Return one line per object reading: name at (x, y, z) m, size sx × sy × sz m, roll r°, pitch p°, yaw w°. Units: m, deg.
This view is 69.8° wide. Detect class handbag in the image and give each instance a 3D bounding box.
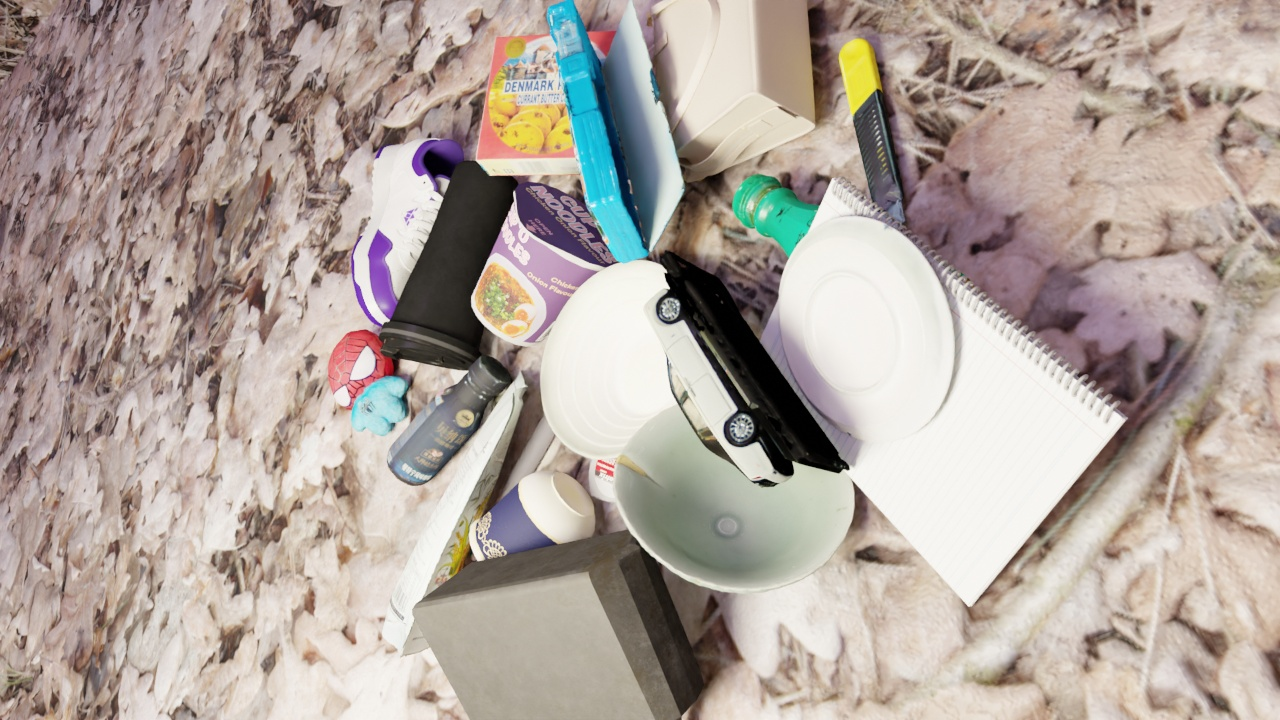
handbag at (0.054, -0.255, 0.827) m, size 0.198 × 0.101 × 0.194 m, roll -21°, pitch 62°, yaw 47°
handbag at (-0.042, 0.241, 0.712) m, size 0.198 × 0.102 × 0.199 m, roll -17°, pitch 97°, yaw 32°

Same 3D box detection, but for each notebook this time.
notebook at (0.175, 0.016, 0.614) m, size 0.245 × 0.013 × 0.178 m, roll 51°, pitch 138°, yaw 34°

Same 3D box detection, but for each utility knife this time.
utility knife at (0.185, -0.177, 0.729) m, size 0.029 × 0.020 × 0.187 m, roll -21°, pitch 62°, yaw 35°

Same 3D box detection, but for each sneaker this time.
sneaker at (-0.246, -0.151, 1.032) m, size 0.111 × 0.092 × 0.243 m, roll -12°, pitch 62°, yaw 23°

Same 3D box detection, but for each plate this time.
plate at (0.144, -0.019, 0.623) m, size 0.157 × 0.014 × 0.157 m, roll 27°, pitch 123°, yaw 51°

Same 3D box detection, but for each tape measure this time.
tape measure at (-0.015, 0.096, 0.804) m, size 0.060 × 0.020 × 0.062 m, roll 16°, pitch 87°, yaw 42°

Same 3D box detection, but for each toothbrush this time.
toothbrush at (-0.118, 0.114, 0.885) m, size 0.019 × 0.018 × 0.188 m, roll 37°, pitch 100°, yaw 43°

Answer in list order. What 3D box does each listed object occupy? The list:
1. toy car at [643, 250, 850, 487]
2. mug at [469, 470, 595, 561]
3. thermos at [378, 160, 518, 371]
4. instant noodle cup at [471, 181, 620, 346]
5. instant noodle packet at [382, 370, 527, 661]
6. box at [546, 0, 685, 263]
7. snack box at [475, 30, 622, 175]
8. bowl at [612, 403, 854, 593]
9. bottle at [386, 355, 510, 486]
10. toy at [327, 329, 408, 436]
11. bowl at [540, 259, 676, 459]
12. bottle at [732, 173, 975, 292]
toy car at (0.062, 0.017, 0.671) m, size 0.071 × 0.094 × 0.191 m, roll -39°, pitch 64°, yaw 16°
mug at (-0.080, 0.155, 0.806) m, size 0.112 × 0.085 × 0.089 m, roll 46°, pitch 107°, yaw 2°
thermos at (-0.194, -0.097, 0.970) m, size 0.106 × 0.105 × 0.218 m, roll 5°, pitch 74°, yaw 41°
instant noodle cup at (-0.101, -0.083, 0.873) m, size 0.122 × 0.136 × 0.122 m, roll 45°, pitch 117°, yaw 12°
instant noodle packet at (-0.167, 0.142, 0.875) m, size 0.269 × 0.057 × 0.147 m, roll -64°, pitch 12°, yaw 4°
box at (-0.015, -0.213, 0.810) m, size 0.085 × 0.092 × 0.243 m, roll -18°, pitch 60°, yaw 9°
snack box at (-0.086, -0.261, 0.935) m, size 0.143 × 0.040 × 0.144 m, roll 2°, pitch 76°, yaw 15°
bowl at (0.068, 0.110, 0.692) m, size 0.174 × 0.068 × 0.173 m, roll -2°, pitch 48°, yaw 2°
bottle at (-0.197, 0.062, 0.943) m, size 0.161 × 0.056 × 0.056 m, roll -46°, pitch 52°, yaw 18°
toy at (-0.315, 0.027, 1.053) m, size 0.092 × 0.062 × 0.133 m, roll -48°, pitch 62°, yaw 26°
bowl at (-0.005, 0.005, 0.801) m, size 0.177 × 0.057 × 0.176 m, roll -15°, pitch 66°, yaw 36°
bottle at (0.150, -0.081, 0.694) m, size 0.210 × 0.068 × 0.068 m, roll 43°, pitch 104°, yaw 40°
